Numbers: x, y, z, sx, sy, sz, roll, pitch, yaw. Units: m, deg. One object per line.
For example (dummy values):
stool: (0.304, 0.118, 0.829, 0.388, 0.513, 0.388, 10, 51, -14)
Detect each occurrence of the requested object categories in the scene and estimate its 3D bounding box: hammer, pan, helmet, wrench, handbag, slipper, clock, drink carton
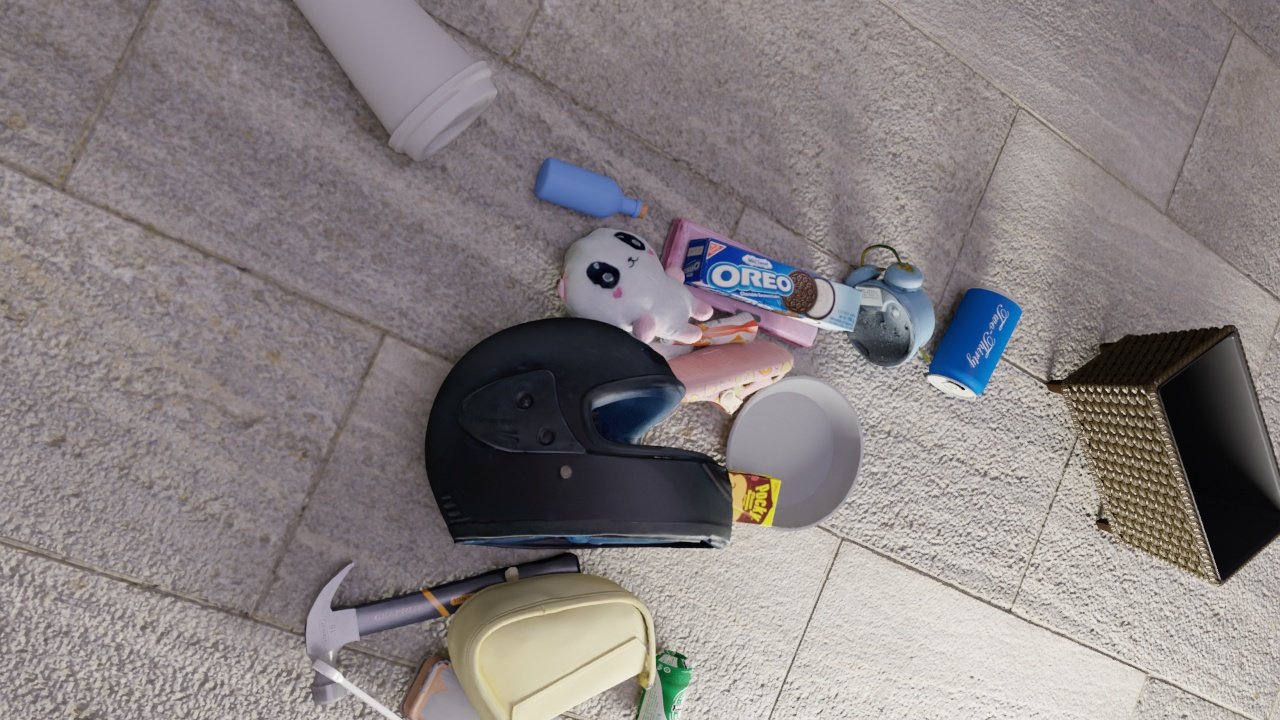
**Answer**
hammer: (-0.214, 0.275, 1.031, 0.312, 0.035, 0.139, -8, 87, -23)
pan: (0.125, 0.134, 1.154, 0.356, 0.051, 0.201, -12, 99, -20)
helmet: (-0.063, 0.074, 0.947, 0.317, 0.249, 0.235, -3, 75, 15)
wrench: (-0.254, 0.394, 0.989, 0.273, 0.047, 0.009, 53, 56, -33)
handbag: (-0.093, 0.323, 1.028, 0.232, 0.089, 0.191, -17, 106, -30)
slipper: (0.101, 0.029, 1.108, 0.196, 0.093, 0.082, -15, 117, -35)
clock: (0.317, -0.069, 1.183, 0.059, 0.118, 0.162, -24, 109, -31)
drink carton: (0.072, -0.031, 1.090, 0.122, 0.069, 0.039, -9, 91, -19)

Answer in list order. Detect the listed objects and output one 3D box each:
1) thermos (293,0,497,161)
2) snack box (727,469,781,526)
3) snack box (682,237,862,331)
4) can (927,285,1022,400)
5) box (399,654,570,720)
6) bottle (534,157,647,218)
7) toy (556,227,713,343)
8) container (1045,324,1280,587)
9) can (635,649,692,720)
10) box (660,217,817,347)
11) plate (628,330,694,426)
thermos: (-0.260, -0.324, 0.928, 0.131, 0.132, 0.222, -43, 100, -14)
snack box: (0.097, 0.161, 1.109, 0.148, 0.026, 0.061, 11, 91, -24)
snack box: (0.161, -0.089, 1.111, 0.226, 0.059, 0.059, 16, 88, -24)
can: (0.460, -0.025, 1.263, 0.079, 0.079, 0.146, 32, 82, -21)
box: (-0.164, 0.411, 1.043, 0.216, 0.063, 0.081, 35, 64, -20)
bottle: (-0.053, -0.191, 1.057, 0.131, 0.048, 0.048, 15, 88, -23)
toy: (-0.007, -0.075, 1.034, 0.179, 0.102, 0.138, 25, 52, 10)
container: (0.749, 0.123, 1.324, 0.176, 0.205, 0.321, -30, 105, -18)
can: (0.029, 0.413, 1.135, 0.053, 0.053, 0.101, 17, 87, -23)
box: (0.130, -0.095, 1.149, 0.232, 0.037, 0.098, 19, 82, -23)
plate: (-0.007, 0.006, 1.110, 0.156, 0.014, 0.157, -2, 95, -22)
